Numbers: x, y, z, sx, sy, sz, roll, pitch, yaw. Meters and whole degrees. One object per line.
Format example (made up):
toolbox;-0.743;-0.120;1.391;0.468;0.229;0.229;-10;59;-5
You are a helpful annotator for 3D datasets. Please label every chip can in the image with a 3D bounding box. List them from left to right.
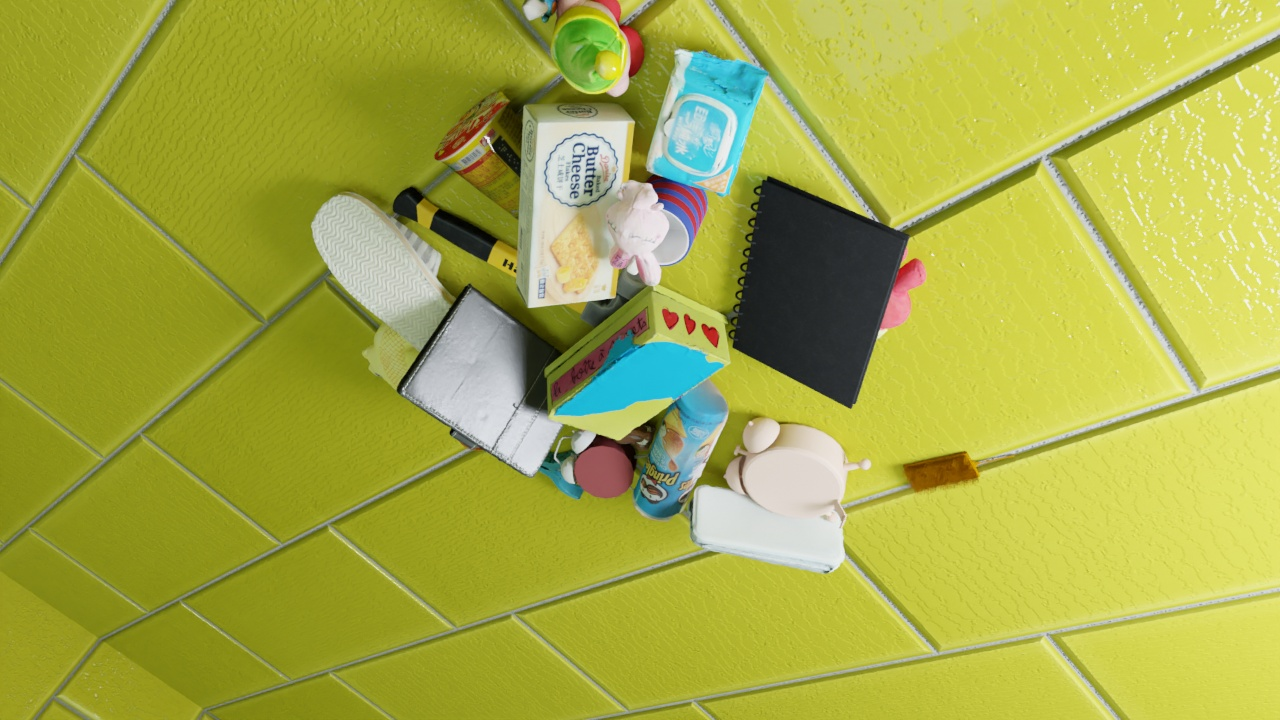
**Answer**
chip can;0.054;0.119;1.210;0.080;0.079;0.230;22;133;2

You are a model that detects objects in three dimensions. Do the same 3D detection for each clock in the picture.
clock;-0.058;0.142;1.278;0.124;0.044;0.087;21;115;-2
clock;0.195;0.150;1.180;0.160;0.086;0.131;25;134;8

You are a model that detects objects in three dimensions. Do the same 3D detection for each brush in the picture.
brush;0.390;0.136;1.129;0.127;0.017;0.048;-19;121;34

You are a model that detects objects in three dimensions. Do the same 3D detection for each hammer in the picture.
hammer;-0.155;-0.115;1.118;0.324;0.033;0.170;29;135;-3

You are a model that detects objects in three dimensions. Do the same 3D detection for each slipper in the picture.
slipper;-0.295;-0.095;1.154;0.115;0.054;0.272;-37;103;16

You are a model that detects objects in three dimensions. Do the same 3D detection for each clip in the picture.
clip;-0.116;0.165;1.354;0.120;0.033;0.119;-5;131;25

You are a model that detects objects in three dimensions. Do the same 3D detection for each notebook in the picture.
notebook;-0.178;0.031;1.150;0.209;0.169;0.029;37;165;-23
notebook;0.181;-0.070;0.992;0.169;0.019;0.232;29;138;24

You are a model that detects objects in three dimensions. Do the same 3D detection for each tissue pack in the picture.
tissue pack;0.061;-0.232;0.903;0.093;0.061;0.145;20;134;5

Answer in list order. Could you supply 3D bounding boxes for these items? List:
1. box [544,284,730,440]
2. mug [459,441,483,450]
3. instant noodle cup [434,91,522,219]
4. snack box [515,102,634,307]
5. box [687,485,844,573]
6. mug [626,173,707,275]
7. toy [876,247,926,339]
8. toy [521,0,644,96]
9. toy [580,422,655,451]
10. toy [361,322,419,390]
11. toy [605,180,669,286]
box;-0.007;0.006;1.107;0.124;0.079;0.222;19;139;-32
mug;-0.218;0.055;1.221;0.082;0.105;0.082;-17;137;-17
instant noodle cup;-0.148;-0.213;0.989;0.101;0.100;0.112;-20;129;34
snack box;-0.072;-0.162;0.966;0.104;0.057;0.208;-7;126;-22
box;0.167;0.222;1.222;0.213;0.118;0.063;16;124;-6
mug;0.019;-0.141;0.990;0.075;0.076;0.112;31;134;-6
toy;0.249;-0.073;0.980;0.091;0.045;0.135;32;138;1
toy;-0.044;-0.294;0.842;0.097;0.131;0.124;-10;125;35
toy;-0.025;0.093;1.239;0.102;0.041;0.054;14;173;22
toy;-0.303;0.001;1.257;0.155;0.064;0.171;-4;133;4
toy;-0.005;-0.126;0.927;0.063;0.047;0.110;19;138;17
